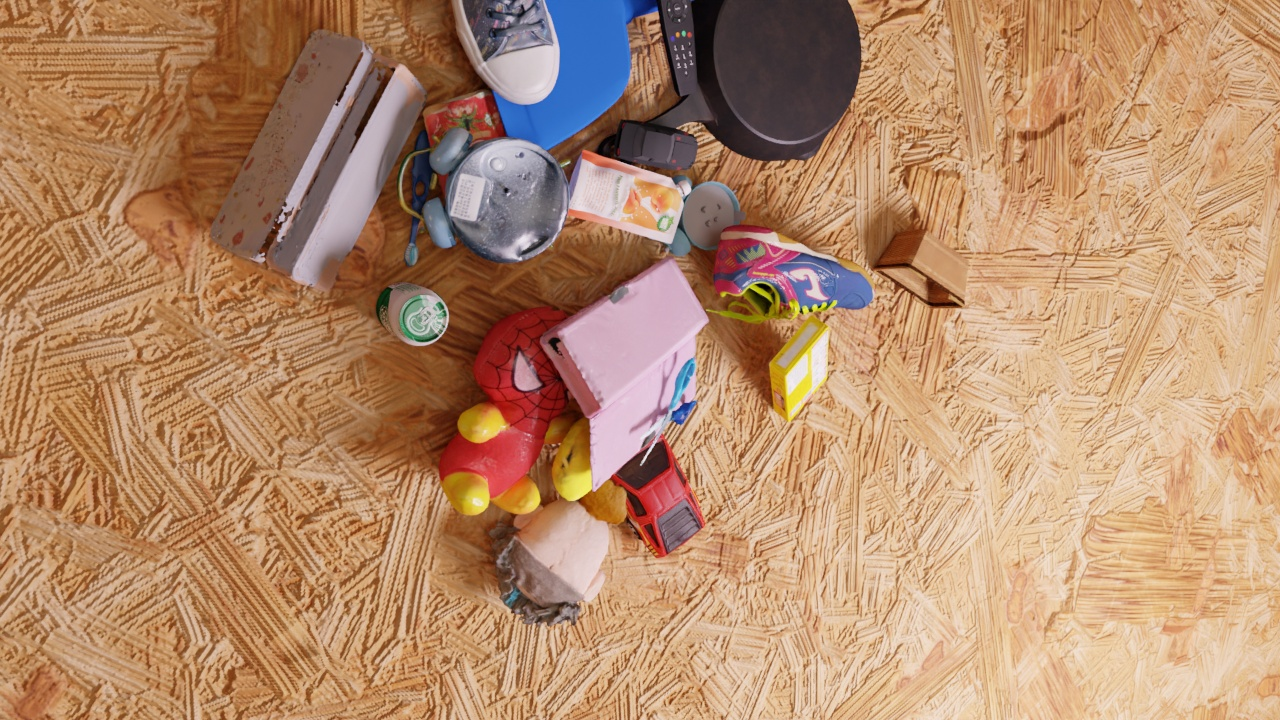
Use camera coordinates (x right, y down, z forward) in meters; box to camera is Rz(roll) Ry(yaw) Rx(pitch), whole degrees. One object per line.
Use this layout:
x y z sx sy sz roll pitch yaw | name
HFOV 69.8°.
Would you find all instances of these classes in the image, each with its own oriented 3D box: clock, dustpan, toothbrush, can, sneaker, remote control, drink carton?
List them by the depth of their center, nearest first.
-0.129 -0.345 0.811 0.087 0.079 0.235 -19 107 -14 | sneaker
-0.214 -0.044 0.857 0.053 0.101 0.053 -5 101 -25 | can
-0.145 -0.156 0.861 0.162 0.060 0.118 8 108 -26 | clock
-0.214 -0.156 0.885 0.021 0.016 0.132 4 98 -31 | toothbrush
-0.044 -0.348 0.911 0.257 0.059 0.246 -21 108 -11 | dustpan
0.038 -0.333 0.926 0.039 0.010 0.125 -26 117 -33 | remote control
-0.012 -0.169 0.955 0.122 0.039 0.069 14 102 -17 | drink carton
0.055 -0.158 1.001 0.123 0.042 0.087 -5 101 -27 | clock
0.172 -0.078 1.041 0.241 0.116 0.091 15 83 -37 | sneaker

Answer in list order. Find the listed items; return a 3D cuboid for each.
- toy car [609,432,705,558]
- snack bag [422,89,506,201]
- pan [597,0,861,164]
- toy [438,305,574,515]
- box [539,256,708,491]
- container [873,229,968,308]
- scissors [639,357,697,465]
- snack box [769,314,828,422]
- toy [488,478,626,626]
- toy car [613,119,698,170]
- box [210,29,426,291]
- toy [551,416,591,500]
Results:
0.006 0.128 1.022 0.081 0.056 0.189 -34 109 -18 | toy car
-0.157 -0.181 0.901 0.087 0.044 0.155 -24 114 -22 | snack bag
0.105 -0.303 0.998 0.355 0.043 0.249 -35 112 -17 | pan
-0.126 0.045 0.911 0.147 0.099 0.216 15 95 -65 | toy
0.003 0.005 0.936 0.232 0.059 0.179 -41 119 -52 | box
0.356 -0.115 1.146 0.114 0.063 0.061 27 79 -27 | container
0.032 0.064 0.975 0.132 0.015 0.110 -61 158 -22 | scissors
0.182 0.012 1.049 0.075 0.025 0.152 -48 157 -11 | snack box
-0.084 0.195 0.978 0.175 0.076 0.132 -45 101 -10 | toy
0.019 -0.221 0.945 0.091 0.036 0.042 7 104 -20 | toy car
-0.278 -0.174 0.827 0.107 0.094 0.216 30 84 -51 | box
-0.057 0.098 0.935 0.095 0.041 0.094 -69 161 5 | toy
